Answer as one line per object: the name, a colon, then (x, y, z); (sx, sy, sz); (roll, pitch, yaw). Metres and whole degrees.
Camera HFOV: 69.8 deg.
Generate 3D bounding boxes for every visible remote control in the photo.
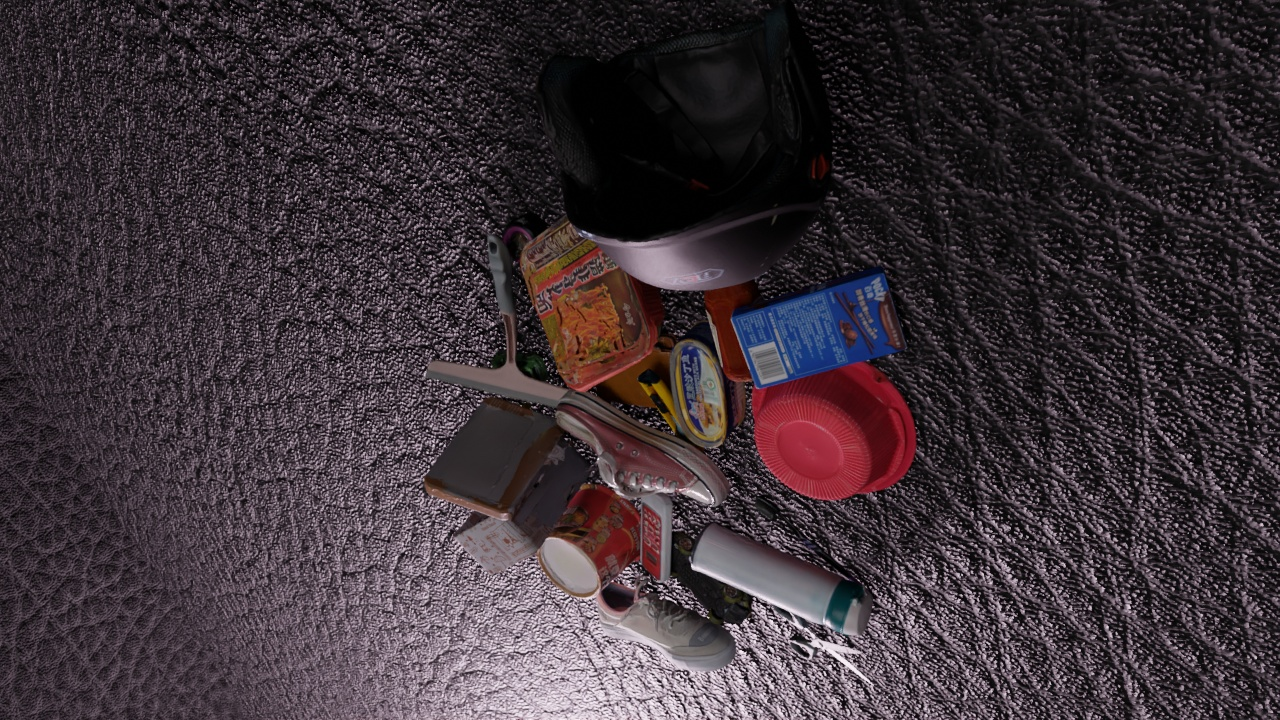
remote control: (0.021, 0.234, 1.241); (0.056, 0.020, 0.136); (34, 131, 48)

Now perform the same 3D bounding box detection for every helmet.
helmet: (0.052, -0.171, 0.793); (0.234, 0.274, 0.230); (-5, 145, 26)

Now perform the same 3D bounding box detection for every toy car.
toy car: (-0.166, 0.011, 1.243); (0.091, 0.036, 0.043); (5, 123, 39)
toy car: (0.085, 0.290, 1.237); (0.158, 0.042, 0.070); (43, 137, 20)

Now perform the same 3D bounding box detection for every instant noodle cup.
instant noodle cup: (-0.071, 0.260, 1.288); (0.138, 0.108, 0.138); (19, 129, 25)
instant noodle cup: (0.196, 0.082, 0.997); (0.194, 0.065, 0.194); (20, 130, 25)
instant noodle cup: (-0.047, -0.073, 1.041); (0.165, 0.078, 0.188); (-26, 82, 45)

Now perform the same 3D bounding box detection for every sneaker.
sneaker: (0.031, 0.363, 1.305); (0.243, 0.089, 0.091); (5, 118, 42)
sneaker: (-0.007, 0.128, 1.135); (0.241, 0.087, 0.118); (30, 153, 0)

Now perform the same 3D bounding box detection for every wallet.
wallet: (-0.007, 0.007, 1.117); (0.131, 0.035, 0.119); (7, 123, 33)

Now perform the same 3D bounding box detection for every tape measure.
tape measure: (-0.138, -0.146, 1.108); (0.057, 0.039, 0.058); (48, 136, -1)

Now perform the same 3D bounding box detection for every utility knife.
utility knife: (0.040, 0.067, 1.105); (0.033, 0.015, 0.165); (3, 140, 39)

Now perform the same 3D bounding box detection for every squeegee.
squeegee: (-0.168, -0.057, 1.149); (0.248, 0.040, 0.250); (13, 132, 14)

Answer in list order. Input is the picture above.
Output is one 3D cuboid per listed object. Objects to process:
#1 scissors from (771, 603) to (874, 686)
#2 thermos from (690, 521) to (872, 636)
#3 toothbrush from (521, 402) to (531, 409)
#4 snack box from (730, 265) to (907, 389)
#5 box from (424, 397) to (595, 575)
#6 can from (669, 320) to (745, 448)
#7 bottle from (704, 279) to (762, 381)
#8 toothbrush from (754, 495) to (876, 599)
scissors: (0.224, 0.355, 1.156); (0.175, 0.014, 0.160); (48, 157, 27)
thermos: (0.175, 0.273, 1.138); (0.224, 0.073, 0.073); (18, 129, 28)
toothbrush: (-0.198, 0.119, 1.353); (0.016, 0.015, 0.191); (45, 136, 12)
snack box: (0.178, -0.031, 0.921); (0.157, 0.026, 0.084); (-16, 110, 19)
box: (-0.188, 0.155, 1.238); (0.181, 0.182, 0.154); (46, 133, -9)
can: (0.078, 0.029, 1.060); (0.075, 0.049, 0.148); (12, 126, 32)
bottle: (0.093, -0.079, 0.969); (0.060, 0.059, 0.206); (-3, 112, 38)
toothbrush: (0.213, 0.231, 1.121); (0.189, 0.016, 0.014); (40, 141, 5)
